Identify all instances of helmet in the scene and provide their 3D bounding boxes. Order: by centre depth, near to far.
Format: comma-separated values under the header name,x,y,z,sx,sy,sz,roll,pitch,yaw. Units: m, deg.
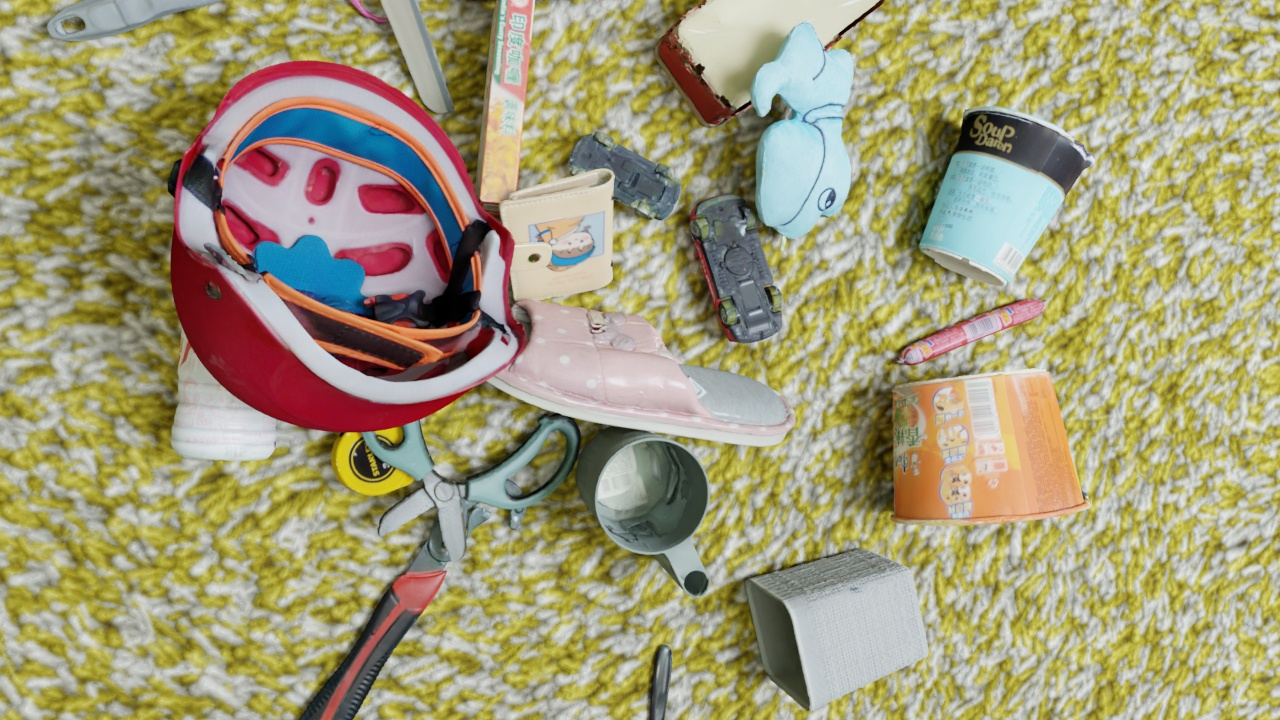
name,x,y,z,sx,sy,sz,roll,pitch,yaw
helmet,-0.197,-0.057,0.587,0.206,0.144,0.239,10,53,-38

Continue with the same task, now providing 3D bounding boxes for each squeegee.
name,x,y,z,sx,sy,sz,roll,pitch,yaw
squeegee,-0.287,-0.264,0.642,0.246,0.039,0.247,-17,119,-2

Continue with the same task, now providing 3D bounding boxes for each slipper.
name,x,y,z,sx,sy,sz,roll,pitch,yaw
slipper,-0.004,0.004,0.689,0.274,0.114,0.054,15,115,-15

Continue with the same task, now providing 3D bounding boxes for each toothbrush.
name,x,y,z,sx,sy,sz,roll,pitch,yaw
toothbrush,0.011,0.323,0.752,0.015,0.018,0.181,7,90,-10

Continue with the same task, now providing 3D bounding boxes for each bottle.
name,x,y,z,sx,sy,sz,roll,pitch,yaw
bottle,-0.283,-0.030,0.644,0.068,0.068,0.197,5,87,-13

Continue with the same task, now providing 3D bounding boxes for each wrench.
name,x,y,z,sx,sy,sz,roll,pitch,yaw
wrench,-0.185,0.200,0.701,0.056,0.016,0.273,39,83,-11

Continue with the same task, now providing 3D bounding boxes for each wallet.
name,x,y,z,sx,sy,sz,roll,pitch,yaw
wallet,-0.062,-0.088,0.674,0.087,0.115,0.024,-17,61,-13

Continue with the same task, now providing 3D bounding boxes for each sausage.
name,x,y,z,sx,sy,sz,roll,pitch,yaw
sausage,0.287,-0.026,0.797,0.155,0.020,0.020,-20,97,-11

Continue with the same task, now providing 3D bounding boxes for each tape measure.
name,x,y,z,sx,sy,sz,roll,pitch,yaw
tape measure,-0.200,0.071,0.682,0.057,0.029,0.060,-19,96,-31

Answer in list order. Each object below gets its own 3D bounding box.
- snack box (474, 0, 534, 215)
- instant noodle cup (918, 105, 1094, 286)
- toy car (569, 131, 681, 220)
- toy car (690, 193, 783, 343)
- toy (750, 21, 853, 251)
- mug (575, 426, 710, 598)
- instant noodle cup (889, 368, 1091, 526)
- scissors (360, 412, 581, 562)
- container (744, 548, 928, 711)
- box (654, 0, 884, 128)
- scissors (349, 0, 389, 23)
name,x,y,z,sx,sy,sz,roll,pitch,yaw
snack box,-0.101,-0.188,0.671,0.027,0.077,0.156,6,91,-14
instant noodle cup,0.290,-0.130,0.756,0.111,0.111,0.120,24,96,-13
toy car,-0.013,-0.142,0.715,0.090,0.034,0.043,25,89,-11
toy car,0.074,-0.072,0.733,0.053,0.045,0.120,-15,90,-14
toy,0.125,-0.164,0.707,0.161,0.050,0.156,13,106,-48
mug,0.006,0.111,0.696,0.083,0.103,0.124,-26,99,-11
instant noodle cup,0.272,0.068,0.738,0.151,0.151,0.111,-5,85,-13
scissors,-0.129,0.057,0.691,0.169,0.019,0.173,-19,94,-25
container,0.160,0.211,0.745,0.114,0.090,0.090,-14,96,-15
box,0.102,-0.266,0.713,0.168,0.079,0.091,-39,101,-9
scissors,-0.236,-0.281,0.669,0.135,0.017,0.063,3,104,-9
